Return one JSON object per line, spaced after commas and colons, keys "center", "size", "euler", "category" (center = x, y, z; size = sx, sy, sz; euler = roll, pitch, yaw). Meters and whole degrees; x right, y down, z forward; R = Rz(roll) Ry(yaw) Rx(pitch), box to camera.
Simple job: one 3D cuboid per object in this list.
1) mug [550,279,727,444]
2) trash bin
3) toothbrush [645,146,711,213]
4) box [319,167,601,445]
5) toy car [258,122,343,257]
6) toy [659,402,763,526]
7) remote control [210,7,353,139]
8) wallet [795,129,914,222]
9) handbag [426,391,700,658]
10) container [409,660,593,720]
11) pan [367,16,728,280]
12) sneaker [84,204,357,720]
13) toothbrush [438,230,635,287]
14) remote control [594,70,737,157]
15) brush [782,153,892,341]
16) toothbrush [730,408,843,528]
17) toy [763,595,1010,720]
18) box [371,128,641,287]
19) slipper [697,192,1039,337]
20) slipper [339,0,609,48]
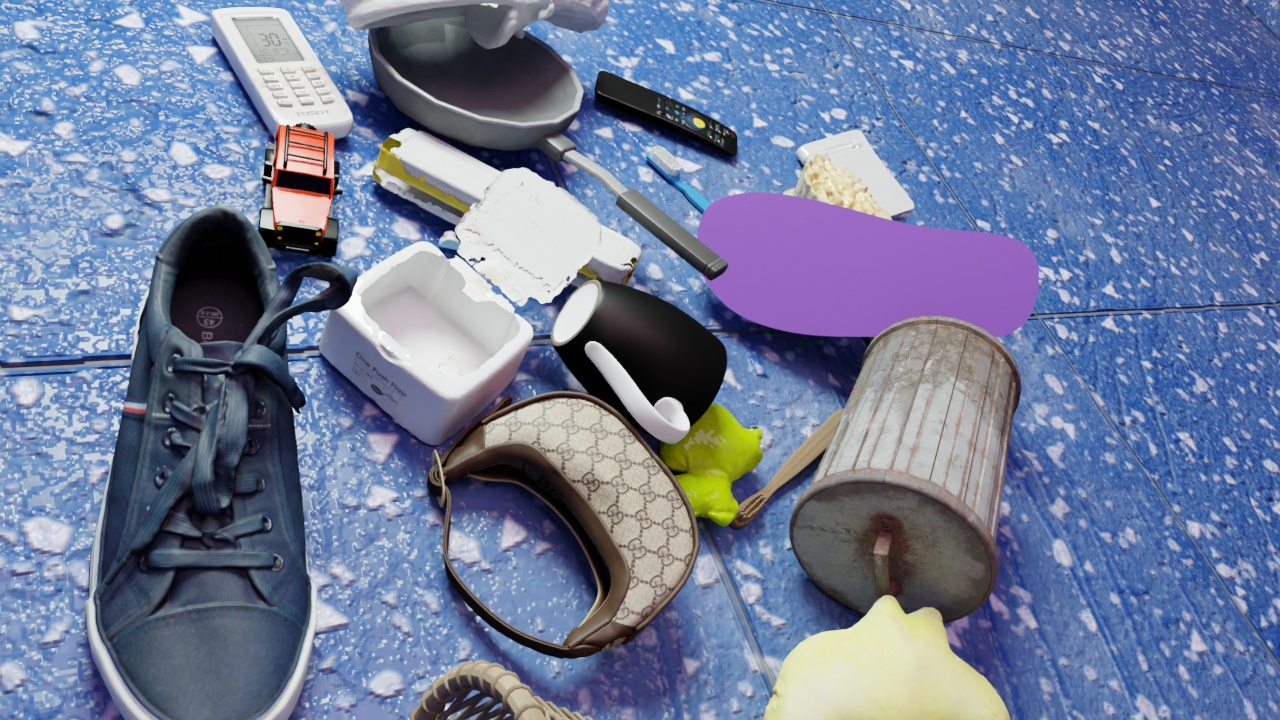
{"center": [-0.004, 0.004, 0.602], "size": [0.100, 0.085, 0.118], "euler": [34, 23, -27], "category": "mug"}
{"center": [0.192, 0.075, 0.647], "size": [0.131, 0.131, 0.210], "euler": [35, 44, 1], "category": "trash bin"}
{"center": [0.067, -0.135, 0.828], "size": [0.166, 0.014, 0.016], "euler": [45, 47, 9], "category": "toothbrush"}
{"center": [-0.113, -0.039, 0.609], "size": [0.110, 0.083, 0.190], "euler": [39, 62, 3], "category": "box"}
{"center": [-0.231, -0.117, 0.624], "size": [0.051, 0.049, 0.100], "euler": [6, 52, -25], "category": "toy car"}
{"center": [0.045, 0.072, 0.634], "size": [0.094, 0.036, 0.093], "euler": [3, 58, -19], "category": "toy"}
{"center": [-0.274, -0.219, 0.699], "size": [0.060, 0.026, 0.138], "euler": [-19, 65, -38], "category": "remote control"}
{"center": [0.217, -0.180, 0.939], "size": [0.086, 0.032, 0.116], "euler": [-14, 64, -24], "category": "wallet"}
{"center": [-0.052, 0.095, 0.549], "size": [0.138, 0.063, 0.166], "euler": [-30, 71, -31], "category": "handbag"}
{"center": [0.009, 0.244, 0.355], "size": [0.196, 0.228, 0.226], "euler": [15, 48, -27], "category": "container"}
{"center": [-0.073, -0.175, 0.741], "size": [0.357, 0.041, 0.178], "euler": [41, 42, 15], "category": "pan"}
{"center": [-0.208, 0.039, 0.461], "size": [0.120, 0.128, 0.294], "euler": [1, 56, -27], "category": "sneaker"}
{"center": [-0.076, -0.075, 0.700], "size": [0.155, 0.016, 0.022], "euler": [11, 6, -21], "category": "toothbrush"}
{"center": [0.026, -0.235, 0.883], "size": [0.152, 0.020, 0.041], "euler": [19, 47, -15], "category": "remote control"}
{"center": [0.222, -0.072, 0.831], "size": [0.083, 0.057, 0.271], "euler": [-13, 62, -37], "category": "brush"}
{"center": [0.116, 0.077, 0.683], "size": [0.016, 0.016, 0.166], "euler": [47, 46, 10], "category": "toothbrush"}
{"center": [0.154, 0.222, 0.550], "size": [0.170, 0.065, 0.154], "euler": [17, 66, -12], "category": "toy"}
{"center": [-0.098, -0.112, 0.690], "size": [0.209, 0.033, 0.064], "euler": [28, 33, -1], "category": "box"}
{"center": [0.179, -0.075, 0.760], "size": [0.266, 0.107, 0.084], "euler": [7, 9, 4], "category": "slipper"}
{"center": [-0.127, -0.293, 0.745], "size": [0.246, 0.075, 0.112], "euler": [-13, 24, -41], "category": "slipper"}
